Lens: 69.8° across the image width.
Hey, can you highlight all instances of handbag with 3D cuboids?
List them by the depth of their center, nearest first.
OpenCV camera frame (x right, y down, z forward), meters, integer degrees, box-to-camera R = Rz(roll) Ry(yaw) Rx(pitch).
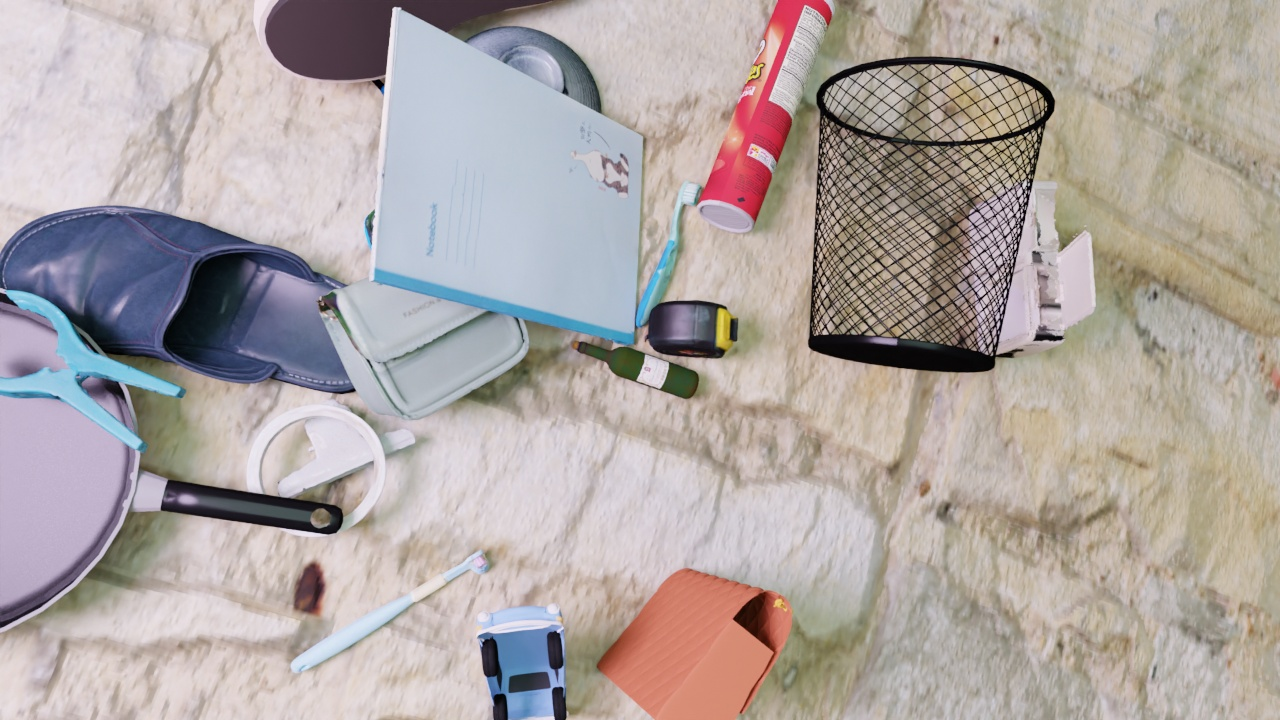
[{"bbox_3d":[0.041,0.204,0.646,0.060,0.172,0.108,40,75,-7],"label":"handbag"},{"bbox_3d":[-0.152,-0.023,0.657,0.121,0.067,0.106,-31,110,-27],"label":"handbag"}]

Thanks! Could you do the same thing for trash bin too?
[{"bbox_3d":[0.221,-0.104,0.738,0.184,0.184,0.210,9,86,-13],"label":"trash bin"}]

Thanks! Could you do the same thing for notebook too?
[{"bbox_3d":[-0.082,-0.118,0.666,0.253,0.009,0.181,12,78,-50],"label":"notebook"}]

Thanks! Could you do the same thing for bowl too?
[{"bbox_3d":[-0.092,-0.212,0.727,0.137,0.057,0.137,2,82,-15],"label":"bowl"}]

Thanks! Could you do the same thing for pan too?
[{"bbox_3d":[-0.375,0.077,0.590,0.356,0.034,0.225,12,78,-17],"label":"pan"}]

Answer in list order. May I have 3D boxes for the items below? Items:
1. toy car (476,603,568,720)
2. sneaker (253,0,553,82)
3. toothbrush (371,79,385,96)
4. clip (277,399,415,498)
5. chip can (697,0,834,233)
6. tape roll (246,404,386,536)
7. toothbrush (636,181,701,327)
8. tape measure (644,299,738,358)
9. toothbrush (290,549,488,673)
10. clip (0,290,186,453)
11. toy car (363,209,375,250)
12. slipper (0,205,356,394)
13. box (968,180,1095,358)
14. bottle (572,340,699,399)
[{"bbox_3d":[-0.080,0.210,0.639,0.056,0.154,0.054,-5,47,-7],"label":"toy car"},{"bbox_3d":[-0.169,-0.319,0.703,0.293,0.112,0.116,-31,64,-19],"label":"sneaker"},{"bbox_3d":[-0.191,-0.199,0.721,0.167,0.014,0.014,48,63,-5],"label":"toothbrush"},{"bbox_3d":[-0.220,0.058,0.665,0.101,0.052,0.059,-24,102,-17],"label":"clip"},{"bbox_3d":[0.108,-0.215,0.783,0.052,0.052,0.214,24,78,-11],"label":"chip can"},{"bbox_3d":[-0.228,0.077,0.648,0.093,0.013,0.093,2,82,-14],"label":"tape roll"},{"bbox_3d":[0.023,-0.088,0.760,0.017,0.022,0.135,13,76,23],"label":"toothbrush"},{"bbox_3d":[0.041,-0.025,0.730,0.071,0.072,0.042,9,83,-11],"label":"tape measure"},{"bbox_3d":[-0.182,0.184,0.672,0.154,0.016,0.022,-28,131,-17],"label":"toothbrush"},{"bbox_3d":[-0.368,0.022,0.570,0.130,0.030,0.119,47,64,-4],"label":"clip"},{"bbox_3d":[-0.160,-0.101,0.707,0.105,0.032,0.048,-17,87,-31],"label":"toy car"},{"bbox_3d":[-0.307,-0.045,0.635,0.265,0.083,0.108,16,81,-11],"label":"slipper"},{"bbox_3d":[0.326,-0.084,0.756,0.044,0.184,0.143,1,80,-7],"label":"box"},{"bbox_3d":[-0.004,0.004,0.737,0.106,0.025,0.025,19,78,-12],"label":"bottle"}]
